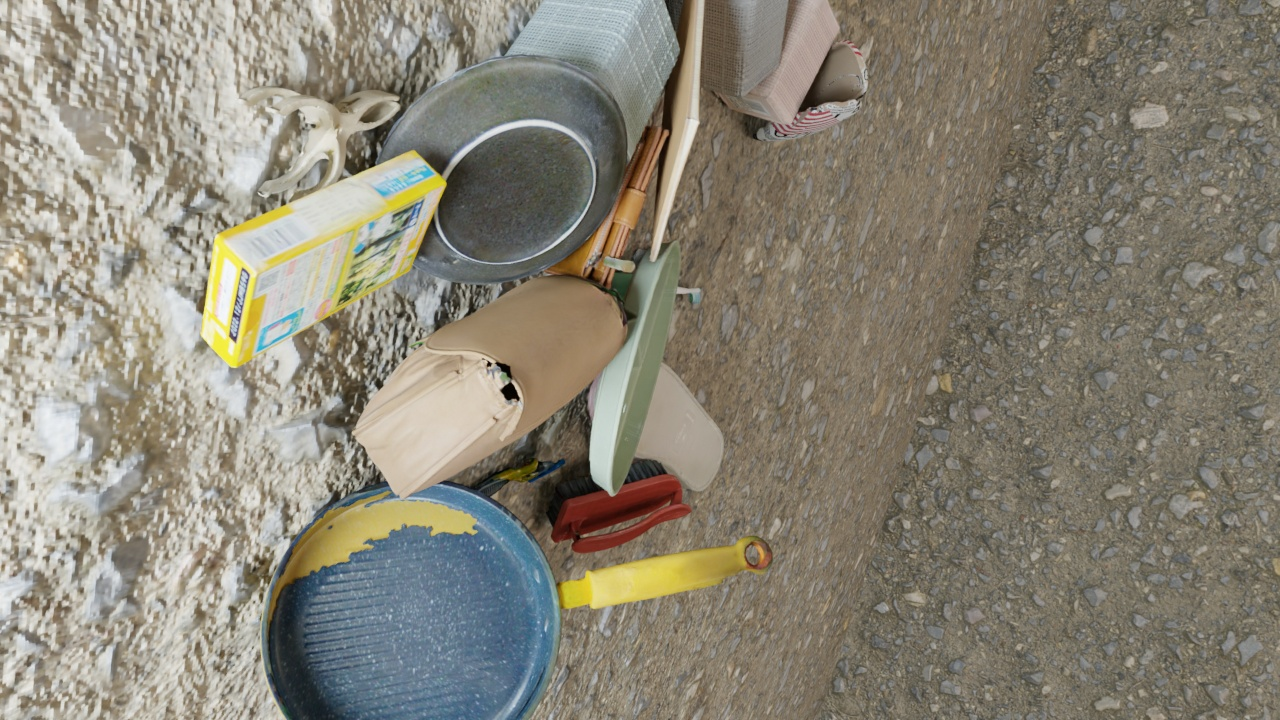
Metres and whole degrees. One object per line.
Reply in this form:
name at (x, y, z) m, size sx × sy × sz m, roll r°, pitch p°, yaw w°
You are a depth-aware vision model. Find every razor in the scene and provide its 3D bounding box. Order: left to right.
razor at (-0.127, 0.110, 0.805) m, size 0.043 × 0.022 × 0.142 m, roll -32°, pitch 173°, yaw 37°

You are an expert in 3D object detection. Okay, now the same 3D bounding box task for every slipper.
slipper at (0.015, 0.071, 1.002) m, size 0.274 × 0.054 × 0.114 m, roll 39°, pitch 70°, yaw -53°

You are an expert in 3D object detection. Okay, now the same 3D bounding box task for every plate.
plate at (-0.085, -0.115, 0.610) m, size 0.179 × 0.024 × 0.180 m, roll -20°, pitch 143°, yaw -16°
plate at (-0.005, 0.005, 0.807) m, size 0.230 × 0.027 × 0.230 m, roll 17°, pitch 88°, yaw -84°

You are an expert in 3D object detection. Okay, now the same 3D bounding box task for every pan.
pan at (-0.075, 0.169, 0.645) m, size 0.356 × 0.197 × 0.078 m, roll -4°, pitch 161°, yaw -25°

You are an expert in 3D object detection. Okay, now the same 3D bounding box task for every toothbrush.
toothbrush at (0.012, -0.072, 0.927) m, size 0.224 × 0.026 × 0.027 m, roll -5°, pitch 92°, yaw -62°

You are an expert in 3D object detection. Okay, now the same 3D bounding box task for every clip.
clip at (-0.180, -0.135, 0.507) m, size 0.099 × 0.035 × 0.098 m, roll -60°, pitch 152°, yaw -18°
clip at (0.010, -0.100, 0.919) m, size 0.056 × 0.028 × 0.024 m, roll -21°, pitch 130°, yaw -67°

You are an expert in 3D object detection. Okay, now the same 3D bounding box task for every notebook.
notebook at (0.029, -0.206, 0.728) m, size 0.150 × 0.012 × 0.211 m, roll 107°, pitch -10°, yaw -55°

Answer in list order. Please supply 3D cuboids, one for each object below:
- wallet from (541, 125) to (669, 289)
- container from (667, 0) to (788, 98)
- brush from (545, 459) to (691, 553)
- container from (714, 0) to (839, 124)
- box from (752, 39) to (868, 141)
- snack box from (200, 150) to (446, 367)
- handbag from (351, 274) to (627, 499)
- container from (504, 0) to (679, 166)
wallet at (-0.031, -0.123, 0.720) m, size 0.035 × 0.119 × 0.130 m, roll 20°, pitch 92°, yaw -35°
container at (0.077, -0.306, 0.813) m, size 0.090 × 0.090 × 0.114 m, roll -47°, pitch 150°, yaw -37°
brush at (-0.018, 0.147, 0.922) m, size 0.145 × 0.069 × 0.063 m, roll -11°, pitch 141°, yaw -33°
container at (0.128, -0.305, 0.910) m, size 0.090 × 0.090 × 0.111 m, roll 20°, pitch 94°, yaw -64°
box at (0.176, -0.283, 0.978) m, size 0.075 × 0.162 × 0.085 m, roll -8°, pitch 93°, yaw -17°
snack box at (-0.179, -0.060, 0.524) m, size 0.140 × 0.034 × 0.087 m, roll -38°, pitch 170°, yaw -43°
handbag at (-0.103, 0.008, 0.646) m, size 0.148 × 0.100 × 0.203 m, roll -33°, pitch -176°, yaw 32°
container at (-0.034, -0.217, 0.668) m, size 0.111 × 0.090 × 0.090 m, roll -64°, pitch 154°, yaw -18°
